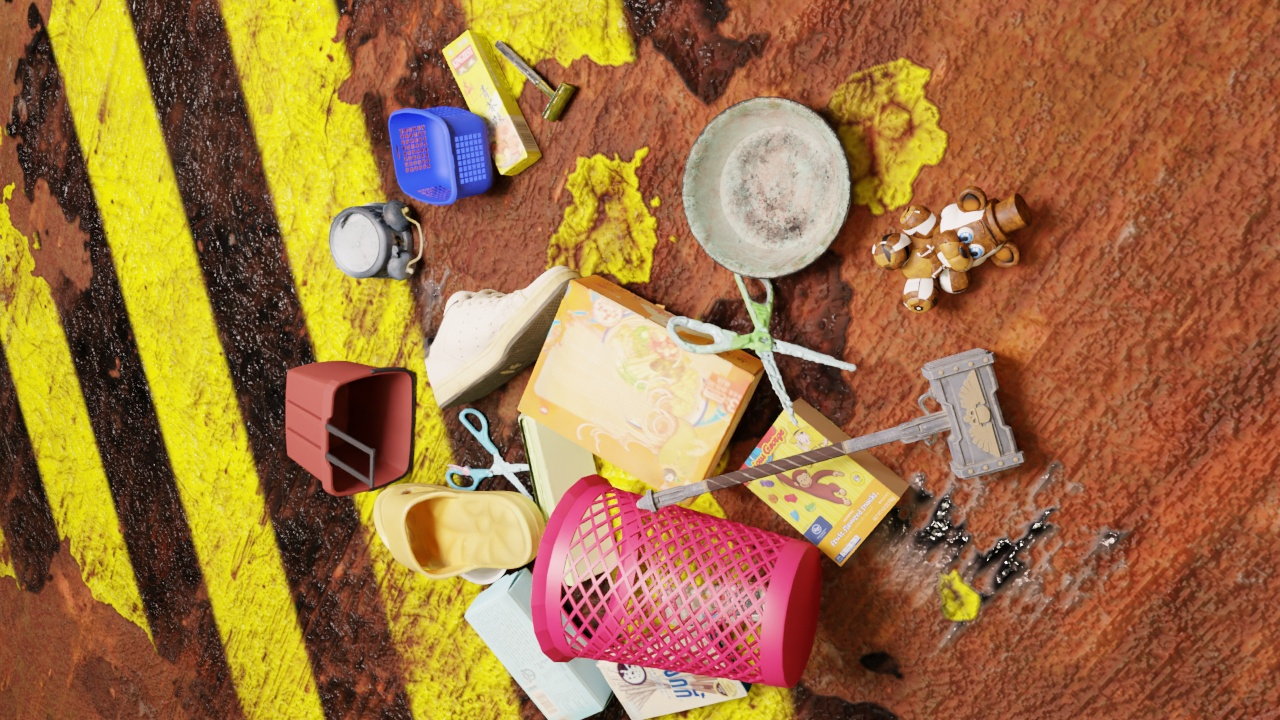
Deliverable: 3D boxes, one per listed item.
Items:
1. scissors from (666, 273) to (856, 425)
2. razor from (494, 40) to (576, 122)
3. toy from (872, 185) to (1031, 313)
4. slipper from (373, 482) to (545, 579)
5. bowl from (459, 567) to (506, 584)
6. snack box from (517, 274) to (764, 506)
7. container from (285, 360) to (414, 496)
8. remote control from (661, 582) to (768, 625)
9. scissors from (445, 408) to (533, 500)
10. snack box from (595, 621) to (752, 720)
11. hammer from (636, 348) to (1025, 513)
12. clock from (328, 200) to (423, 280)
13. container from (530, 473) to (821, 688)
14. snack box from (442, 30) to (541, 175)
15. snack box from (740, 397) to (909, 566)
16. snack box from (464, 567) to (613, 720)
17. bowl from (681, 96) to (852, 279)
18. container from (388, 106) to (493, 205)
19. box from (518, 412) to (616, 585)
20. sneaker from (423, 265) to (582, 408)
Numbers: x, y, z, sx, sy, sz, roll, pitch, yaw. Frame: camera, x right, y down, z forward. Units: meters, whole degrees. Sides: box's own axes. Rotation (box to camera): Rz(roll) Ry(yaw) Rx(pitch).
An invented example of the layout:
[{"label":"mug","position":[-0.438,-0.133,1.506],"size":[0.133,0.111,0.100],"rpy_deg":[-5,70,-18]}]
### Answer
[{"label":"scissors","position":[0.103,-0.014,0.816],"size":[0.023,0.168,0.171],"rpy_deg":[107,153,-53]},{"label":"razor","position":[-0.112,-0.291,0.930],"size":[0.106,0.026,0.043],"rpy_deg":[46,120,18]},{"label":"toy","position":[0.256,-0.096,0.743],"size":[0.113,0.067,0.087],"rpy_deg":[-24,113,42]},{"label":"slipper","position":[-0.218,0.190,1.001],"size":[0.264,0.078,0.099],"rpy_deg":[-7,99,37]},{"label":"bowl","position":[-0.179,0.196,1.052],"size":[0.110,0.040,0.110],"rpy_deg":[7,104,31]},{"label":"snack box","position":[0.003,0.023,0.881],"size":[0.195,0.080,0.145],"rpy_deg":[28,108,13]},{"label":"container","position":[-0.317,0.081,1.056],"size":[0.201,0.126,0.148],"rpy_deg":[17,108,35]},{"label":"remote control","position":[0.079,0.248,0.936],"size":[0.126,0.018,0.038],"rpy_deg":[-12,94,29]},{"label":"scissors","position":[-0.173,0.107,1.051],"size":[0.136,0.015,0.126],"rpy_deg":[-6,98,23]},{"label":"snack box","position":[0.034,0.327,0.961],"size":[0.150,0.026,0.082],"rpy_deg":[-25,100,30]},{"label":"hammer","position":[0.150,0.082,0.788],"size":[0.322,0.044,0.098],"rpy_deg":[-17,92,10]},{"label":"clock","position":[-0.297,-0.136,1.047],"size":[0.130,0.052,0.090],"rpy_deg":[1,101,24]},{"label":"container","position":[0.042,0.215,0.857],"size":[0.226,0.182,0.183],"rpy_deg":[6,103,25]},{"label":"snack box","position":[-0.154,-0.267,0.952],"size":[0.040,0.028,0.148],"rpy_deg":[-27,87,30]},{"label":"snack box","position":[0.166,0.111,0.846],"size":[0.126,0.040,0.088],"rpy_deg":[40,116,16]},{"label":"snack box","position":[-0.109,0.318,1.012],"size":[0.075,0.053,0.174],"rpy_deg":[-34,98,30]},{"label":"bowl","position":[0.116,-0.153,0.821],"size":[0.158,0.038,0.157],"rpy_deg":[6,103,28]},{"label":"container","position":[-0.205,-0.216,0.956],"size":[0.114,0.058,0.096],"rpy_deg":[20,122,43]},{"label":"box","position":[-0.086,0.142,0.974],"size":[0.089,0.077,0.188],"rpy_deg":[-7,97,30]},{"label":"sneaker","position":[-0.152,-0.044,0.971],"size":[0.242,0.088,0.102],"rpy_deg":[-37,73,33]}]
